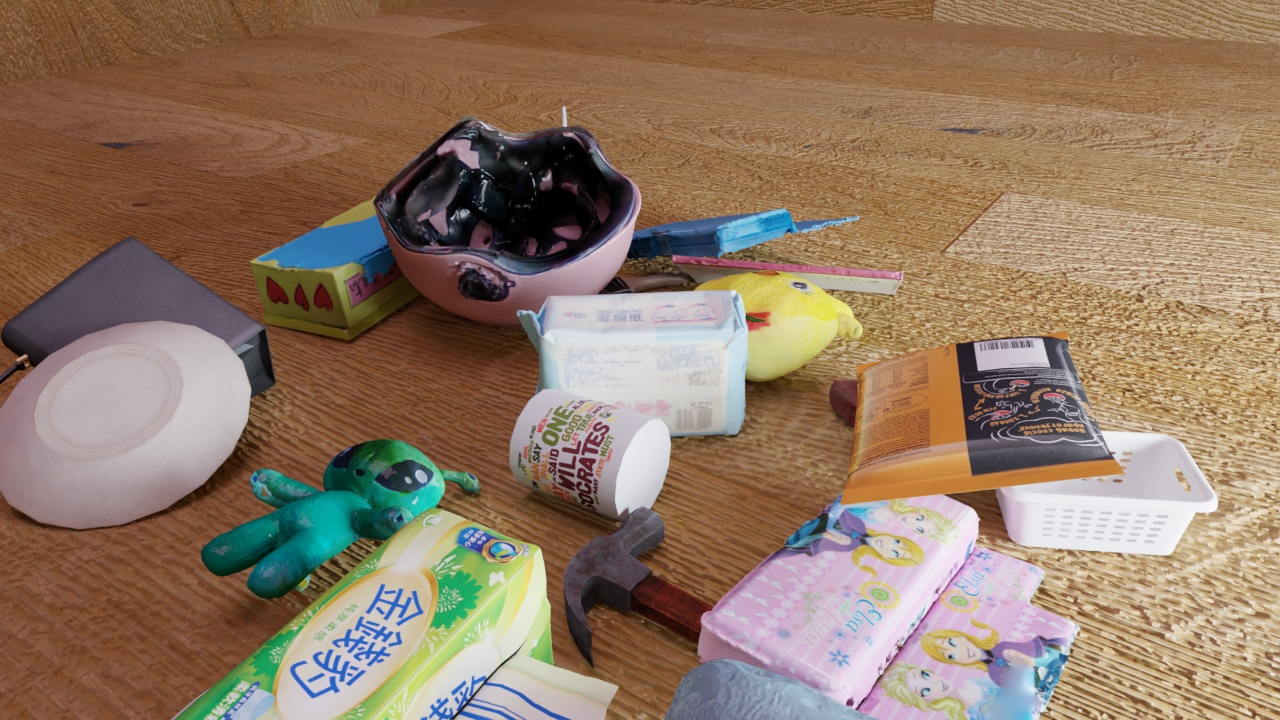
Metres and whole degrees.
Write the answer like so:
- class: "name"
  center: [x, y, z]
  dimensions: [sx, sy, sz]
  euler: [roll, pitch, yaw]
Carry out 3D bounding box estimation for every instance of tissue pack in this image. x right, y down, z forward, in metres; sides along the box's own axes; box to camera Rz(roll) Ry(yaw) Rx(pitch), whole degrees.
- class: "tissue pack"
  center: [-0.100, 0.177, 0.429]
  dimensions: [0.141, 0.120, 0.197]
  euler: [16, 41, 26]
- class: "tissue pack"
  center: [-0.004, 0.004, 0.724]
  dimensions: [0.182, 0.112, 0.069]
  euler: [-1, 38, 0]

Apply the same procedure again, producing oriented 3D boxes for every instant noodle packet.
- class: "instant noodle packet"
  center: [0.227, 0.034, 0.643]
  dimensions: [0.160, 0.032, 0.220]
  euler: [-10, 20, 20]

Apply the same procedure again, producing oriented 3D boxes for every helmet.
- class: "helmet"
  center: [-0.124, -0.121, 0.909]
  dimensions: [0.255, 0.153, 0.229]
  euler: [8, 42, 11]

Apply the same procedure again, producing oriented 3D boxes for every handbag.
- class: "handbag"
  center: [0.086, 0.193, 0.360]
  dimensions: [0.192, 0.119, 0.121]
  euler: [17, 64, 25]
- class: "handbag"
  center: [-0.449, 0.004, 0.767]
  dimensions: [0.176, 0.072, 0.195]
  euler: [31, 47, 18]
- class: "handbag"
  center: [0.220, 0.031, 0.756]
  dimensions: [0.119, 0.029, 0.055]
  euler: [-5, 27, -16]

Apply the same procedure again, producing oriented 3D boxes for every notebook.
- class: "notebook"
  center: [0.146, -0.082, 0.901]
  dimensions: [0.209, 0.012, 0.153]
  euler: [5, -1, 12]

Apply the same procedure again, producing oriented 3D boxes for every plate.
- class: "plate"
  center: [-0.400, 0.037, 0.702]
  dimensions: [0.188, 0.027, 0.188]
  euler: [1, 54, -2]

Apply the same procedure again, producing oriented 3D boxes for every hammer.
- class: "hammer"
  center: [0.081, 0.171, 0.508]
  dimensions: [0.301, 0.028, 0.110]
  euler: [20, 35, 33]

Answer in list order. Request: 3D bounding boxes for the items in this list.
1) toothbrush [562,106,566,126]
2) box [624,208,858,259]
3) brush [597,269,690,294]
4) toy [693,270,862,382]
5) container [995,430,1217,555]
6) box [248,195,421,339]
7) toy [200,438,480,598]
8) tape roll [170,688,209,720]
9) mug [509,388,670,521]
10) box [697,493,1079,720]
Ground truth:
- class: "toothbrush"
  center: [-0.081, -0.182, 0.994]
  dimensions: [0.010, 0.182, 0.010]
  euler: [11, 26, 28]
- class: "box"
  center: [0.095, -0.141, 0.987]
  dimensions: [0.174, 0.033, 0.232]
  euler: [-16, 11, -25]
- class: "brush"
  center: [-0.018, -0.077, 0.975]
  dimensions: [0.151, 0.012, 0.039]
  euler: [-13, 31, -17]
- class: "toy"
  center: [0.122, -0.037, 0.825]
  dimensions: [0.134, 0.092, 0.207]
  euler: [16, 23, 34]
- class: "container"
  center: [0.301, 0.088, 0.617]
  dimensions: [0.129, 0.050, 0.080]
  euler: [2, 29, 8]
- class: "box"
  center: [-0.291, -0.108, 0.982]
  dimensions: [0.124, 0.081, 0.220]
  euler: [8, 33, 23]
- class: "toy"
  center: [-0.196, 0.102, 0.615]
  dimensions: [0.131, 0.072, 0.192]
  euler: [15, 24, 24]
- class: "tape roll"
  center: [-0.219, 0.189, 0.464]
  dimensions: [0.093, 0.013, 0.093]
  euler: [-28, 16, 8]
- class: "mug"
  center: [-0.029, 0.066, 0.668]
  dimensions: [0.090, 0.073, 0.105]
  euler: [15, 8, 28]
- class: "box"
  center: [0.156, 0.140, 0.519]
  dimensions: [0.159, 0.035, 0.229]
  euler: [22, 27, 30]
